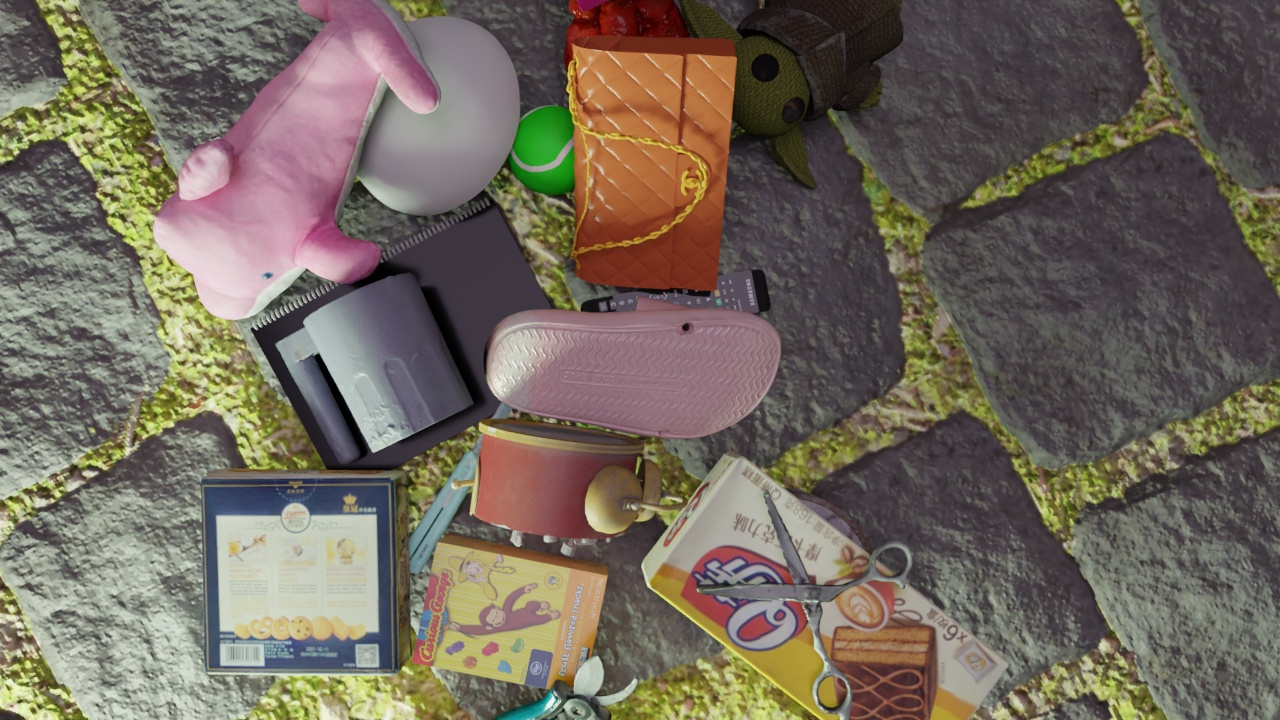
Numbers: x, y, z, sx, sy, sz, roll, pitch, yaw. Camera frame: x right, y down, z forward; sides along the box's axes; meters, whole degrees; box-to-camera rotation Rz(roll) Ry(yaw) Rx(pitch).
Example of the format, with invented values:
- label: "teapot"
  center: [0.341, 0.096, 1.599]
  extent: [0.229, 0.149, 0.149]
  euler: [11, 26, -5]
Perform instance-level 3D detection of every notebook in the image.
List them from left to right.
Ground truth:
- label: "notebook"
  center: [-0.170, -0.012, 0.701]
  extent: [0.206, 0.016, 0.149]
  euler: [-29, 90, -2]

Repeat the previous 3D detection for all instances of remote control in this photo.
- label: "remote control"
  center: [0.028, -0.042, 0.707]
  extent: [0.147, 0.015, 0.033]
  euler: [-11, 88, -2]

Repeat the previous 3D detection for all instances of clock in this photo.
- label: "clock"
  center: [-0.045, 0.093, 0.646]
  extent: [0.159, 0.117, 0.081]
  euler: [8, 91, 18]

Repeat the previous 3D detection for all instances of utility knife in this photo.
- label: "utility knife"
  center: [-0.135, 0.089, 0.695]
  extent: [0.022, 0.015, 0.165]
  euler: [32, 90, 3]

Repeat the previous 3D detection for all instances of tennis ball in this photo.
- label: "tennis ball"
  center: [-0.066, -0.156, 0.683]
  extent: [0.065, 0.065, 0.065]
  euler: [0, 88, -2]

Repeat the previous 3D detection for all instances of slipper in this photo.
- label: "slipper"
  center: [-0.004, 0.004, 0.677]
  extent: [0.221, 0.055, 0.107]
  euler: [2, 116, -12]

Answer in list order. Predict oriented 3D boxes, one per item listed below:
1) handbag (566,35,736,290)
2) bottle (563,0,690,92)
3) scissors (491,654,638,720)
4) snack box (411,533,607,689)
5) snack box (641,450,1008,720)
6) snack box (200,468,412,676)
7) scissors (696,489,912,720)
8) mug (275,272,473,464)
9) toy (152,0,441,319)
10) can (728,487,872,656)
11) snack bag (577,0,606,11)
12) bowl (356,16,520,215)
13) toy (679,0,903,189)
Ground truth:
- label: "handbag"
  center: [0.005, -0.133, 0.644]
  extent: [0.109, 0.060, 0.172]
  euler: [3, 125, 1]
- label: "bottle"
  center: [-0.012, -0.225, 0.676]
  extent: [0.099, 0.099, 0.111]
  euler: [-32, 109, -3]
- label: "scissors"
  center: [-0.056, 0.268, 0.664]
  extent: [0.155, 0.019, 0.124]
  euler: [-17, 112, 20]
- label: "snack box"
  center: [-0.095, 0.188, 0.683]
  extent: [0.126, 0.040, 0.088]
  euler: [12, 88, -1]
- label: "snack box"
  center: [0.122, 0.175, 0.633]
  extent: [0.230, 0.062, 0.110]
  euler: [38, 88, -1]
- label: "snack box"
  center: [-0.243, 0.153, 0.671]
  extent: [0.144, 0.042, 0.145]
  euler: [0, 91, 3]
- label: "scissors"
  center: [0.115, 0.164, 0.594]
  extent: [0.141, 0.014, 0.175]
  euler: [-18, 91, -5]
- label: "mug"
  center: [-0.194, 0.010, 0.659]
  extent: [0.124, 0.083, 0.104]
  euler: [-25, 93, 21]
- label: "toy"
  center: [-0.253, -0.134, 0.624]
  extent: [0.186, 0.127, 0.266]
  euler: [45, 108, 21]
- label: "can"
  center: [0.107, 0.162, 0.687]
  extent: [0.130, 0.044, 0.130]
  euler: [0, 88, -2]
- label: "snack bag"
  center: [-0.043, -0.309, 0.662]
  extent: [0.070, 0.016, 0.196]
  euler: [-28, 51, -2]
- label: "bowl"
  center: [-0.163, -0.184, 0.667]
  extent: [0.150, 0.043, 0.149]
  euler: [-2, 86, 21]
- label: "toy"
  center: [0.123, -0.232, 0.675]
  extent: [0.152, 0.078, 0.179]
  euler: [-44, 116, -5]
